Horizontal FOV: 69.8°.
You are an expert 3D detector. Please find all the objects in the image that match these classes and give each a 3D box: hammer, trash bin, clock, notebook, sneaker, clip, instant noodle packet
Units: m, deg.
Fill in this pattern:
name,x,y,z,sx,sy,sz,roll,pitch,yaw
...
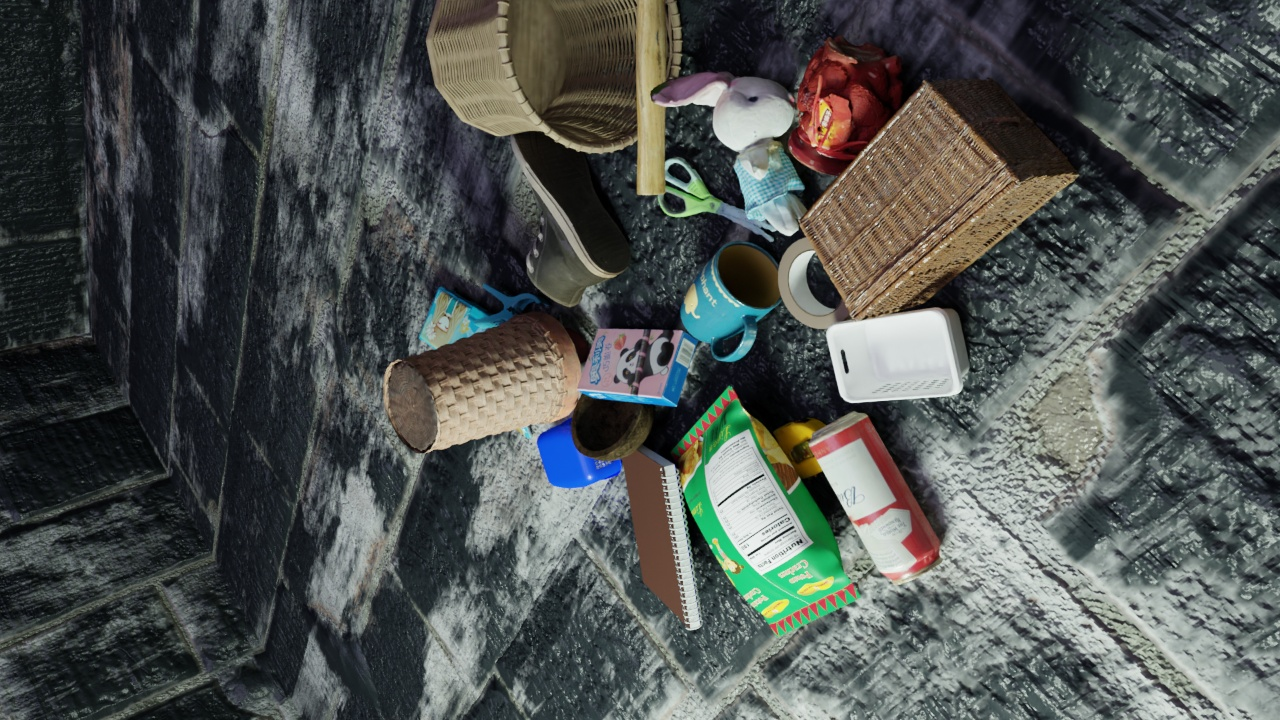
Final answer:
name,x,y,z,sx,sy,sz,roll,pitch,yaw
hammer,0.009,-0.335,0.930,0.033,0.132,0.331,19,116,45
trash bin,-0.201,0.030,1.174,0.151,0.209,0.151,19,117,42
clock,-0.103,0.008,1.253,0.124,0.044,0.087,58,137,14
notebook,0.024,0.215,1.169,0.172,0.022,0.209,-159,58,-68
sneaker,-0.111,-0.187,1.157,0.120,0.095,0.234,-35,86,48
clip,-0.179,-0.086,1.302,0.127,0.028,0.113,22,96,36
instant noodle packet,0.128,0.175,1.027,0.252,0.090,0.196,60,151,16

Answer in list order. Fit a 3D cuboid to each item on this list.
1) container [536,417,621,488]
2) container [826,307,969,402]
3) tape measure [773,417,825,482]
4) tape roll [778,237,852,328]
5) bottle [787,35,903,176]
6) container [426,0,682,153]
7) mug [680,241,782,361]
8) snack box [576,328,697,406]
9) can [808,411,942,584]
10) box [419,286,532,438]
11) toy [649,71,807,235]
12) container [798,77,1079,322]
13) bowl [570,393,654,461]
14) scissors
name,x,y,z,sx,sy,sz,roll,pitch,yaw
container,-0.089,0.129,1.274,0.114,0.058,0.096,-14,94,48
container,0.248,-0.008,0.869,0.129,0.049,0.081,-8,99,48
tape measure,0.182,0.095,0.994,0.059,0.030,0.068,-35,79,50
tape roll,0.185,-0.080,0.923,0.094,0.030,0.094,20,118,41
bottle,0.183,-0.227,0.822,0.099,0.098,0.111,46,138,25
container,-0.103,-0.341,0.997,0.196,0.226,0.227,16,116,50
mug,0.094,-0.054,0.983,0.104,0.084,0.112,-43,47,54
snack box,-0.007,0.007,1.125,0.154,0.033,0.088,4,70,46
can,0.236,0.136,0.924,0.068,0.067,0.170,-38,77,47
box,-0.249,0.006,1.394,0.227,0.073,0.181,30,124,36
toy,0.115,-0.214,0.904,0.106,0.130,0.205,-36,83,31
container,0.243,-0.135,0.779,0.112,0.113,0.199,59,136,18
bowl,-0.026,0.076,1.172,0.121,0.056,0.121,-24,51,33
scissors,0.083,-0.167,1.014,0.175,0.033,0.072,37,125,36
